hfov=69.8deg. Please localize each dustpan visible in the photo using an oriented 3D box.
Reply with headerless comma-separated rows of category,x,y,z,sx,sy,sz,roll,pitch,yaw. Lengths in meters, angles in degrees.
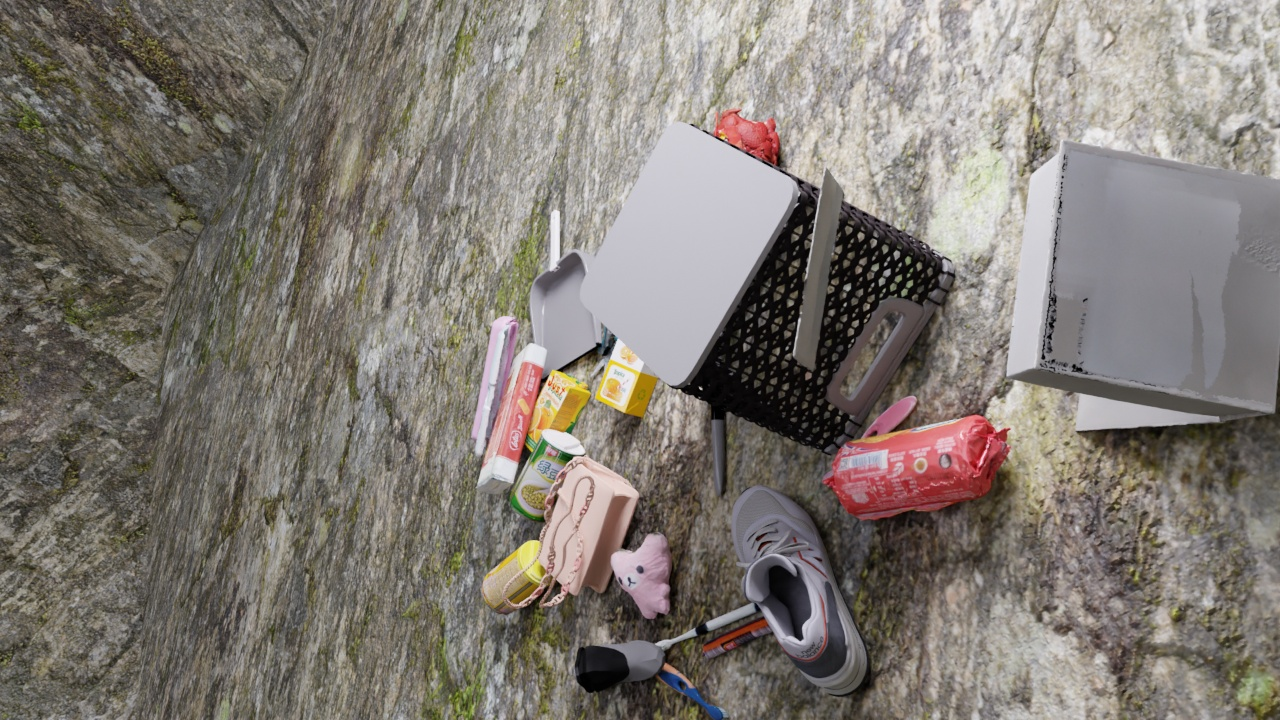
dustpan,-0.121,-0.115,1.411,0.164,0.033,0.257,-29,55,46

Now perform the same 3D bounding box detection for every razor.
razor,-0.023,0.366,1.108,0.157,0.060,0.057,-25,74,37

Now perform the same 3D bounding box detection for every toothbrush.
toothbrush,0.078,0.305,1.048,0.187,0.017,0.012,-35,83,35
toothbrush,0.237,0.085,0.953,0.135,0.016,0.021,-51,38,23
toothbrush,0.053,0.377,1.052,0.135,0.017,0.021,17,85,53

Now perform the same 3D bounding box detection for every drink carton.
drink carton,-0.125,0.078,1.348,0.058,0.041,0.122,40,105,48
drink carton,-0.007,0.007,1.234,0.059,0.040,0.122,24,94,39

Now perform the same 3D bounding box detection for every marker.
marker,0.093,0.097,1.115,0.022,0.016,0.138,123,149,-67

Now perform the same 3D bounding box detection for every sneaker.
sneaker,0.143,0.210,0.915,0.089,0.124,0.239,-36,52,11

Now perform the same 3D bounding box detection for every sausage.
sausage,0.120,0.296,1.002,0.156,0.020,0.020,-36,51,35

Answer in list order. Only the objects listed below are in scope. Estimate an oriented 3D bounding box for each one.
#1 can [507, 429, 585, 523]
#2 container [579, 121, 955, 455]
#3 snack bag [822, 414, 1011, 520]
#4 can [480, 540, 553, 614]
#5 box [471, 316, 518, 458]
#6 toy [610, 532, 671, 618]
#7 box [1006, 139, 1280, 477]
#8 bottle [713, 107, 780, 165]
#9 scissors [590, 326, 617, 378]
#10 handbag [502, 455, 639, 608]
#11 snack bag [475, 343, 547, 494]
can,-0.134,0.163,1.304,0.067,0.067,0.121,41,107,48
container,0.122,-0.080,0.970,0.245,0.243,0.248,44,109,47
snack bag,0.261,0.104,0.872,0.177,0.082,0.082,-19,62,44
can,-0.169,0.305,1.289,0.105,0.067,0.067,-42,48,31
box,-0.228,0.037,1.407,0.153,0.041,0.201,-77,-1,-80
toy,0.008,0.266,1.118,0.099,0.052,0.095,-35,64,39
box,0.441,-0.019,0.753,0.165,0.445,0.167,4,78,39
bottle,0.126,-0.259,1.153,0.099,0.098,0.111,19,94,50
scissors,-0.037,-0.040,1.310,0.148,0.019,0.118,-48,46,28
handbag,-0.109,0.197,1.168,0.117,0.187,0.199,28,102,43
snack bag,-0.188,0.086,1.355,0.078,0.041,0.224,-37,37,54
